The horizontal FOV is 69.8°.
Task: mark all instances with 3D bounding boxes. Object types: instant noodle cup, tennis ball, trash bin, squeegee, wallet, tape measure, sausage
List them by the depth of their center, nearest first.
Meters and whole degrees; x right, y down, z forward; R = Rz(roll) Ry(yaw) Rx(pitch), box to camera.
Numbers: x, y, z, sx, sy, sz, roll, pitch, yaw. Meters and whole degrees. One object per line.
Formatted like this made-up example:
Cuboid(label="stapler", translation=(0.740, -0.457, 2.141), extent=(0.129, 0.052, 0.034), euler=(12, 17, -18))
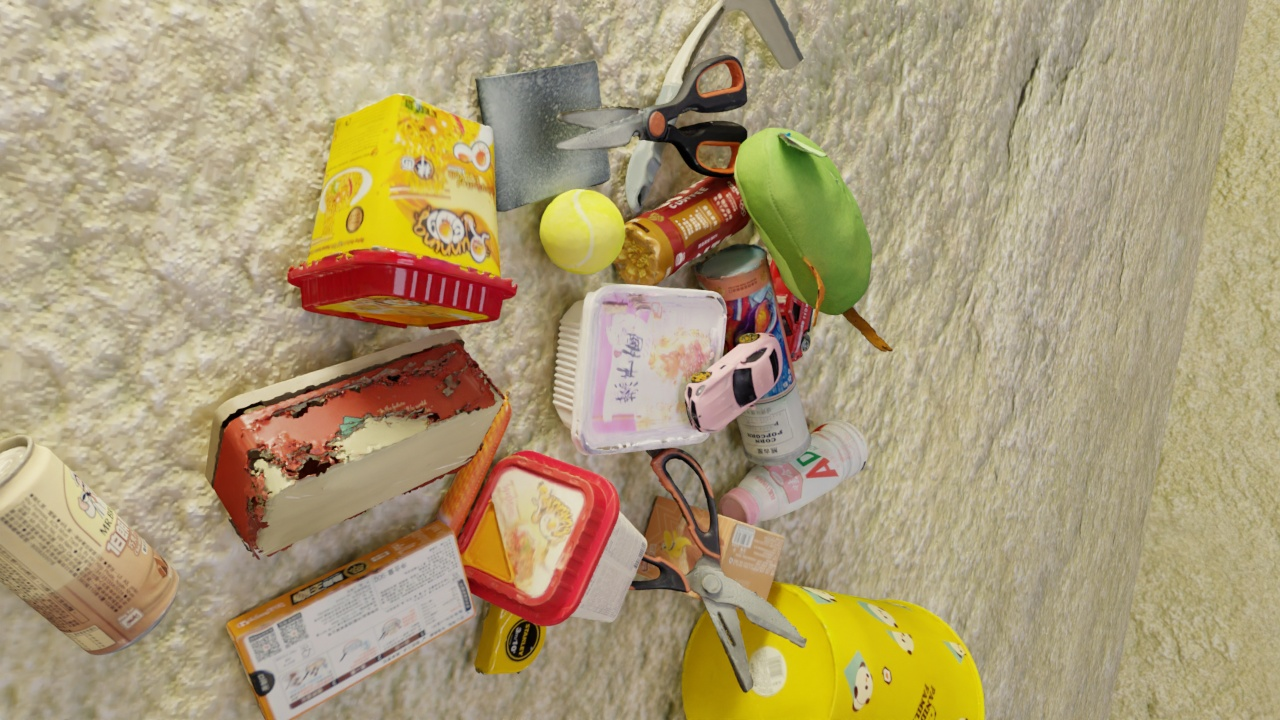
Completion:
Cuboid(label="instant noodle cup", translation=(-0.146, -0.089, 0.575), extent=(0.116, 0.116, 0.123), euler=(10, 79, -48))
Cuboid(label="sausage", translation=(-0.133, 0.098, 0.687), extent=(0.021, 0.021, 0.165), euler=(37, 72, -45))
Cuboid(label="wallet", translation=(-0.071, -0.173, 0.700), extent=(0.120, 0.019, 0.097), euler=(-26, 119, -43))
Cuboid(label="tennis ball", translation=(-0.045, -0.099, 0.707), extent=(0.065, 0.066, 0.065), euler=(-12, 107, -45))
Cuboid(label="instant noodle cup", translation=(-0.062, 0.147, 0.716), extent=(0.124, 0.116, 0.116), euler=(46, 64, -54))
Cuboid(label="tape measure", translation=(-0.105, 0.220, 0.738), extent=(0.057, 0.029, 0.060), euler=(17, 85, -47))
Cuboid(label="instant noodle cup", translation=(-0.005, 0.005, 0.777), extent=(0.173, 0.060, 0.138), euler=(-1, 99, -46))
Cuboid(label="squeegee", translation=(0.037, -0.236, 0.786), extent=(0.246, 0.039, 0.246), euler=(38, 76, -55))
Cuboid(label="trash bin", translation=(0.192, 0.342, 0.953), extent=(0.255, 0.230, 0.229), euler=(27, 78, -41))

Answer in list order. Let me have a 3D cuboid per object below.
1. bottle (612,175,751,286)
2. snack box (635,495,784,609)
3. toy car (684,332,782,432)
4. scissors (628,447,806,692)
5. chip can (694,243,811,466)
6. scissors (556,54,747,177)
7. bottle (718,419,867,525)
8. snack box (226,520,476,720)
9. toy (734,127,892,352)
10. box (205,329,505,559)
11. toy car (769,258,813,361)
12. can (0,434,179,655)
Cuboid(label="bottle", translation=(0.049, -0.123, 0.808), extent=(0.174, 0.058, 0.057), euler=(-36, 123, -37))
Cuboid(label="snack box", translation=(0.065, 0.183, 0.863), extent=(0.092, 0.094, 0.077), euler=(27, 79, -47))
Cuboid(label="toy car", translation=(0.087, 0.019, 0.808), extent=(0.122, 0.037, 0.056), euler=(-36, 122, -36))
Cuboid(label="scissors", translation=(0.046, 0.176, 0.790), extent=(0.015, 0.227, 0.189), euler=(103, -1, -81))
Cuboid(label="chip can", translation=(0.112, -0.004, 0.892), extent=(0.071, 0.071, 0.215), euler=(-39, 124, -35))
Cuboid(label="scissors", translation=(0.015, -0.203, 0.729), extent=(0.233, 0.022, 0.160), euler=(16, 88, -50))
Cuboid(label="bottle", translation=(0.163, 0.125, 0.980), extent=(0.196, 0.068, 0.068), euler=(-23, 114, -39))
Cuboid(label="snack box", translation=(-0.189, 0.175, 0.621), extent=(0.153, 0.026, 0.075), euler=(-24, 117, -31))
Cuboid(label="toy", translation=(0.154, -0.115, 0.819), extent=(0.247, 0.090, 0.226), euler=(49, 28, -42))
Cuboid(label="box", translation=(-0.168, 0.053, 0.570), extent=(0.167, 0.080, 0.092), euler=(-23, 155, -42))
Cuboid(label="toy car", translation=(0.149, -0.058, 0.935), extent=(0.045, 0.053, 0.120), euler=(10, 88, -46))
Cuboid(label="can", translation=(-0.301, 0.098, 0.478), extent=(0.058, 0.059, 0.116), euler=(-48, 130, -29))
